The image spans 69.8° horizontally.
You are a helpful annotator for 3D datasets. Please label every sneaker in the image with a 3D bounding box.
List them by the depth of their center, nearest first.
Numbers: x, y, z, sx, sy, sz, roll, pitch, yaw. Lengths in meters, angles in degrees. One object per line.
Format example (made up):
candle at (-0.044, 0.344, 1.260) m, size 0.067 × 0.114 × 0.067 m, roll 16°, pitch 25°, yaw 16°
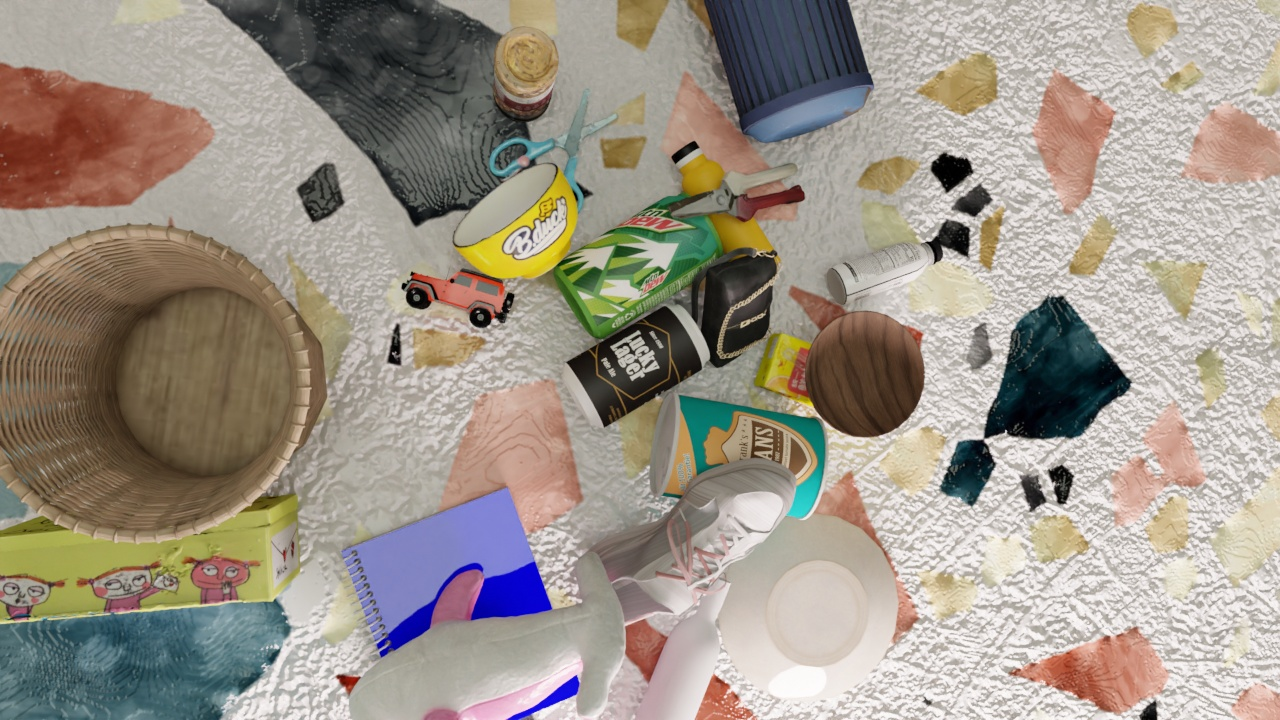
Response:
sneaker at (0.042, 0.176, 0.810) m, size 0.237 × 0.089 × 0.099 m, roll -36°, pitch 121°, yaw 25°

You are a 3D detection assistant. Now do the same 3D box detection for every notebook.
notebook at (-0.170, 0.247, 0.862) m, size 0.171 × 0.022 × 0.209 m, roll -20°, pitch 93°, yaw -10°

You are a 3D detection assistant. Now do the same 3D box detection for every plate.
plate at (0.171, 0.248, 0.911) m, size 0.188 × 0.027 × 0.188 m, roll 0°, pitch 89°, yaw -9°

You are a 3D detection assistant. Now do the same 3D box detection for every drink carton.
drink carton at (0.185, 0.021, 0.908) m, size 0.134 × 0.043 × 0.058 m, roll 20°, pitch 87°, yaw -8°

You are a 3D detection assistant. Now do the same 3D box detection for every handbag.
handbag at (0.094, -0.053, 0.869) m, size 0.079 × 0.129 × 0.054 m, roll -25°, pitch 50°, yaw -24°

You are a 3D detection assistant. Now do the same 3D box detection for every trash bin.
trash bin at (0.124, -0.340, 0.856) m, size 0.139 × 0.139 × 0.249 m, roll -18°, pitch 94°, yaw -9°

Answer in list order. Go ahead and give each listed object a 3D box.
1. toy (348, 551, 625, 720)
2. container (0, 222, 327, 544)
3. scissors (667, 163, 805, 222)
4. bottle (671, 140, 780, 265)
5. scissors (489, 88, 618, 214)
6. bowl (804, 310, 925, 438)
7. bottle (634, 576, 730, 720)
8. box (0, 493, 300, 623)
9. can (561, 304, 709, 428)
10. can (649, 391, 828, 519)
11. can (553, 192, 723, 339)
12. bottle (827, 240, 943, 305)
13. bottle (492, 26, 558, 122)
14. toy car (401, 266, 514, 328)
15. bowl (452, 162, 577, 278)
toy at (-0.123, 0.276, 0.800) m, size 0.266 × 0.186 × 0.128 m, roll -23°, pitch 130°, yaw 14°
container at (-0.368, 0.018, 0.743) m, size 0.226 × 0.196 × 0.227 m, roll 0°, pitch 89°, yaw -9°
scissors at (0.096, -0.149, 0.860) m, size 0.140 × 0.015 × 0.188 m, roll 46°, pitch 53°, yaw -24°
bottle at (0.080, -0.145, 0.893) m, size 0.043 × 0.043 × 0.143 m, roll -34°, pitch 95°, yaw -8°
scissors at (-0.070, -0.192, 0.885) m, size 0.139 × 0.015 × 0.118 m, roll -29°, pitch 94°, yaw -2°
bowl at (0.208, 0.013, 0.874) m, size 0.119 × 0.032 × 0.119 m, roll 0°, pitch 89°, yaw -10°
bottle at (0.040, 0.300, 0.878) m, size 0.052 × 0.052 × 0.195 m, roll 23°, pitch 86°, yaw -8°
box at (-0.413, 0.163, 0.775) m, size 0.221 × 0.124 × 0.079 m, roll -2°, pitch 89°, yaw -7°
can at (-0.005, 0.005, 0.864) m, size 0.128 × 0.072 × 0.072 m, roll -30°, pitch 94°, yaw -8°
can at (0.090, 0.090, 0.864) m, size 0.144 × 0.099 × 0.099 m, roll 10°, pitch 88°, yaw -9°
can at (-0.002, -0.090, 0.859) m, size 0.144 × 0.083 × 0.083 m, roll -32°, pitch 94°, yaw -8°
bottle at (0.248, -0.092, 0.920) m, size 0.116 × 0.041 × 0.041 m, roll -20°, pitch 92°, yaw -9°
bottle at (-0.105, -0.257, 0.833) m, size 0.056 × 0.105 × 0.056 m, roll 0°, pitch 89°, yaw -9°
toy car at (-0.169, -0.061, 0.849) m, size 0.100 × 0.051 × 0.049 m, roll 17°, pitch 90°, yaw -9°
bowl at (-0.105, -0.117, 0.834) m, size 0.117 × 0.117 × 0.067 m, roll -41°, pitch 120°, yaw -7°
